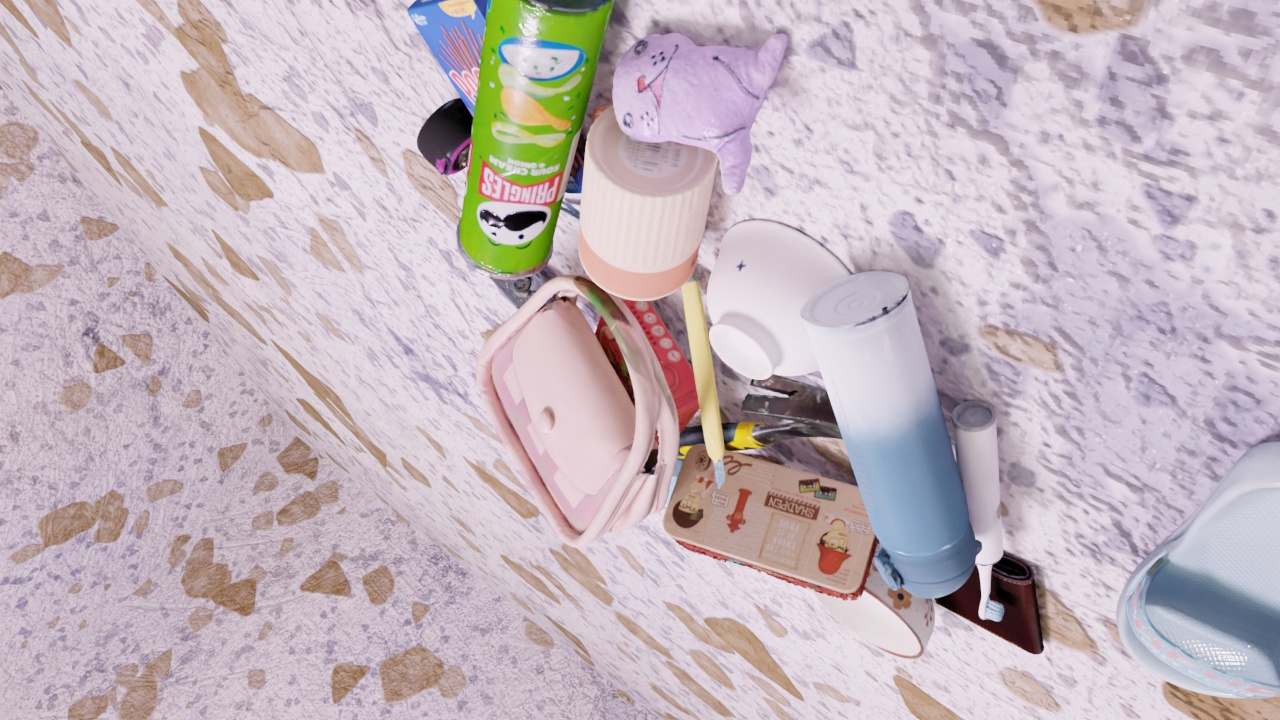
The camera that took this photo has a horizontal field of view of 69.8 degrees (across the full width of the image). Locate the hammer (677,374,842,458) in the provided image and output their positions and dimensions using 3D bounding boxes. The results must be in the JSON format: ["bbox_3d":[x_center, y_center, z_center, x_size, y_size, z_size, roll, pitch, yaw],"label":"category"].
[{"bbox_3d":[0.090,0.059,0.758,0.126,0.031,0.324,25,165,-16],"label":"hammer"}]

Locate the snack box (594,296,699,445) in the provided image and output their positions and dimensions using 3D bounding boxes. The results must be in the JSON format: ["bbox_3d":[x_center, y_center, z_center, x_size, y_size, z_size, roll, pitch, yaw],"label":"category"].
[{"bbox_3d":[-0.005,0.005,0.772,0.127,0.044,0.113,59,160,14],"label":"snack box"}]

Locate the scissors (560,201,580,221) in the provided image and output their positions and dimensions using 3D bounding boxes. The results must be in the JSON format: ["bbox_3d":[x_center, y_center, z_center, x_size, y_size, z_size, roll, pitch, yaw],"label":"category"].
[{"bbox_3d":[-0.036,-0.098,0.678,0.137,0.017,0.096,31,-161,22],"label":"scissors"}]

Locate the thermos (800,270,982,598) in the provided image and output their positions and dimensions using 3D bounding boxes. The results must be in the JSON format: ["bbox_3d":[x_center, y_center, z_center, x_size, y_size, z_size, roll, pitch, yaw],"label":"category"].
[{"bbox_3d":[0.160,0.054,0.574,0.070,0.070,0.220,11,131,50],"label":"thermos"}]

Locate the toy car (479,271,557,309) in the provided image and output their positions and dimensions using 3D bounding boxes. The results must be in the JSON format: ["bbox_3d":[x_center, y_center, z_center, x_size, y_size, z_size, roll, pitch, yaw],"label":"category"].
[{"bbox_3d":[-0.122,-0.082,0.870,0.120,0.036,0.054,44,160,22],"label":"toy car"}]

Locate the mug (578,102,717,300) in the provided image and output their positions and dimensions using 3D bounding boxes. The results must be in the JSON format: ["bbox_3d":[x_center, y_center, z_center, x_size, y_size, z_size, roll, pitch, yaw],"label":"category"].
[{"bbox_3d":[-0.003,-0.113,0.586,0.106,0.081,0.114,101,148,-62],"label":"mug"}]

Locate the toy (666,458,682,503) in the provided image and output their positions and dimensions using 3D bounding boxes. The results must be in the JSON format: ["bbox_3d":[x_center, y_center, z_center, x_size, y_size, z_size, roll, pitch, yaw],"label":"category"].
[{"bbox_3d":[0.068,0.154,0.961,0.161,0.049,0.156,38,171,36],"label":"toy"}]

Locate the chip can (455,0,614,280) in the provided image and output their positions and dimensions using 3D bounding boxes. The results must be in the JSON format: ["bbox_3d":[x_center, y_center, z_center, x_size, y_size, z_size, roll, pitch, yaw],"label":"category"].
[{"bbox_3d":[-0.071,-0.148,0.576,0.072,0.072,0.237,38,146,9],"label":"chip can"}]

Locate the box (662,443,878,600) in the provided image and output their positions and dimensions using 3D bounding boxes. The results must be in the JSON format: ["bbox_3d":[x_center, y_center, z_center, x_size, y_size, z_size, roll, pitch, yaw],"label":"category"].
[{"bbox_3d":[0.112,0.139,0.772,0.168,0.091,0.079,14,162,22],"label":"box"}]

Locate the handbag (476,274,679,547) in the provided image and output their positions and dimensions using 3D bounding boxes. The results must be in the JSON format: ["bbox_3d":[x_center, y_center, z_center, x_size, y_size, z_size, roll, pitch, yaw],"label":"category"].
[{"bbox_3d":[-0.040,0.025,0.717,0.193,0.093,0.235,59,151,17],"label":"handbag"}]

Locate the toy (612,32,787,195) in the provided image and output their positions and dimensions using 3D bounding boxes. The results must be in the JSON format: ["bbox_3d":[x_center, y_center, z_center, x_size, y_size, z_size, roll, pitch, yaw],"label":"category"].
[{"bbox_3d":[0.026,-0.143,0.503,0.108,0.084,0.038,25,-163,35],"label":"toy"}]

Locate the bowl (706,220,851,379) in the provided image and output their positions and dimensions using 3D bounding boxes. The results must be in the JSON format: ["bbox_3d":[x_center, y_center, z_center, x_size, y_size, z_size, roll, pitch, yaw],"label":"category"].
[{"bbox_3d":[0.083,-0.027,0.606,0.118,0.064,0.118,35,157,17],"label":"bowl"}]

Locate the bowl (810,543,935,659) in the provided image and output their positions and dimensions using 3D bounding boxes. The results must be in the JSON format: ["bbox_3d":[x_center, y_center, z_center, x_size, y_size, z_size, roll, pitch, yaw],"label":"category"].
[{"bbox_3d":[0.212,0.203,0.810,0.113,0.062,0.114,35,155,18],"label":"bowl"}]

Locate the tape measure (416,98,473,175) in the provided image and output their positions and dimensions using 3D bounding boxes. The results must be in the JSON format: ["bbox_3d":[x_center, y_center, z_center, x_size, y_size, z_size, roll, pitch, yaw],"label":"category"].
[{"bbox_3d":[-0.143,-0.172,0.714,0.039,0.057,0.058,45,173,1],"label":"tape measure"}]

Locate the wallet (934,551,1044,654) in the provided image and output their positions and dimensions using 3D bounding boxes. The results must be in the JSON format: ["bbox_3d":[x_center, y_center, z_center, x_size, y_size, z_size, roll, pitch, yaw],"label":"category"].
[{"bbox_3d":[0.273,0.184,0.737,0.096,0.020,0.122,24,152,41],"label":"wallet"}]

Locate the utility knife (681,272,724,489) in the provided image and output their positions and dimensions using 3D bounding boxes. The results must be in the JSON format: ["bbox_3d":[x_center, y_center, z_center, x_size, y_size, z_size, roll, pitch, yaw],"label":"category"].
[{"bbox_3d":[0.046,0.013,0.684,0.031,0.019,0.173,-177,82,-73],"label":"utility knife"}]

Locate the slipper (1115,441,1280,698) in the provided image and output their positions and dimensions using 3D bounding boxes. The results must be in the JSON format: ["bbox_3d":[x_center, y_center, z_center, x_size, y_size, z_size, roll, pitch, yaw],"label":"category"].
[{"bbox_3d":[0.326,0.133,0.493,0.104,0.074,0.246,28,152,28],"label":"slipper"}]

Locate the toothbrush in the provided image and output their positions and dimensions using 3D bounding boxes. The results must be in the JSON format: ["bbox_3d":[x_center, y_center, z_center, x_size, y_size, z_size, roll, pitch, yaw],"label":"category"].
[{"bbox_3d":[0.236,0.115,0.634,0.026,0.026,0.221,14,139,36],"label":"toothbrush"}]

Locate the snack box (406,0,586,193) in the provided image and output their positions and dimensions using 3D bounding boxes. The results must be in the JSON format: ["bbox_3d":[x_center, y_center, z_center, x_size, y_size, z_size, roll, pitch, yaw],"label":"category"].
[{"bbox_3d":[-0.093,-0.187,0.646,0.085,0.026,0.157,13,144,47],"label":"snack box"}]

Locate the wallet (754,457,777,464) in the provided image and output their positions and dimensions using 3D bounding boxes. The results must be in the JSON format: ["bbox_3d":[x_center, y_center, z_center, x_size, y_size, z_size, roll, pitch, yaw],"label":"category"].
[{"bbox_3d":[0.117,0.129,0.886,0.101,0.020,0.115,51,154,-21],"label":"wallet"}]
